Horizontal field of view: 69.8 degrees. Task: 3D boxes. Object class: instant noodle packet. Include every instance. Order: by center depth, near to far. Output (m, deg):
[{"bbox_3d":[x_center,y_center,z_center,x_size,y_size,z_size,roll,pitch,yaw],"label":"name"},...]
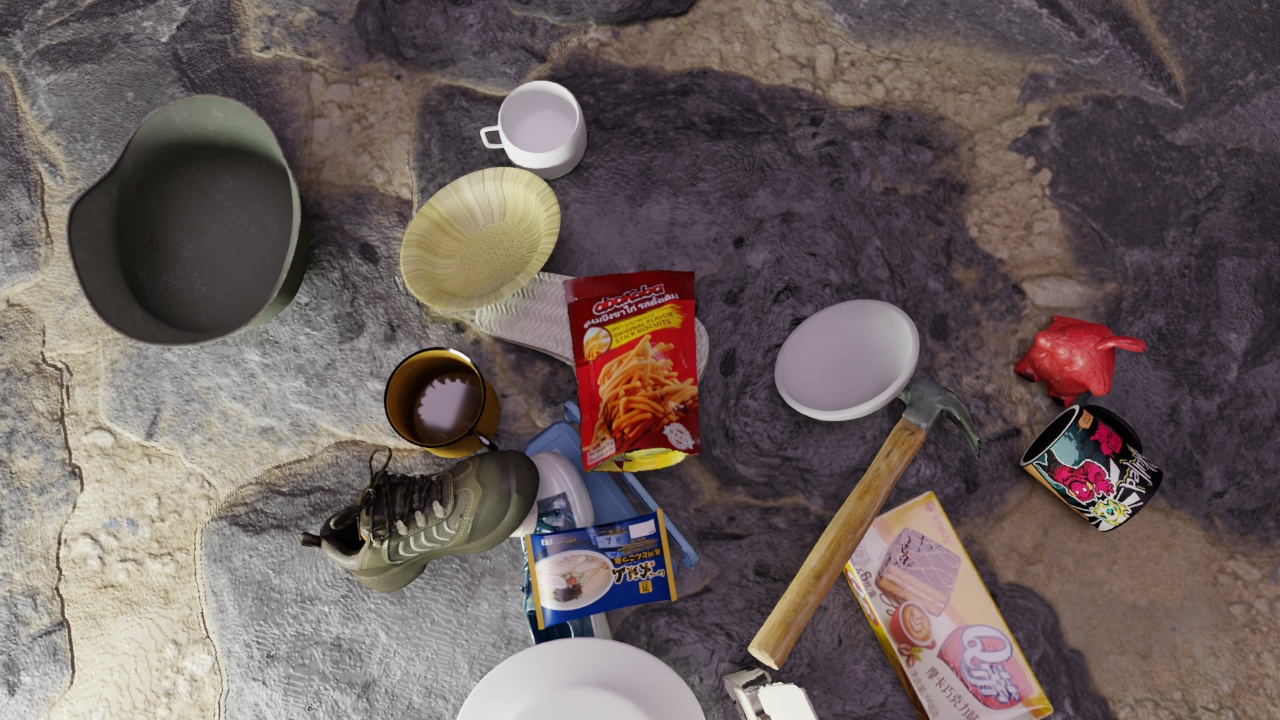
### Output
[{"bbox_3d":[-0.036,0.194,0.860,0.134,0.026,0.087,-8,85,-16],"label":"instant noodle packet"}]

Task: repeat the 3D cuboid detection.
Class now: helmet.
[{"bbox_3d":[-0.440,-0.134,0.960,0.227,0.154,0.267,-5,82,0],"label":"helmet"}]

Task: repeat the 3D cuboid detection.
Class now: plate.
[{"bbox_3d":[-0.055,0.372,0.853,0.242,0.016,0.242,-1,102,-3],"label":"plate"},{"bbox_3d":[-0.168,-0.124,0.992,0.184,0.036,0.184,-8,60,14],"label":"plate"}]

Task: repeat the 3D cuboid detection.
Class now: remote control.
[{"bbox_3d":[-0.138,0.156,0.911,0.018,0.126,0.038,13,73,-31],"label":"remote control"}]

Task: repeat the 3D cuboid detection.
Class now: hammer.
[{"bbox_3d":[0.208,0.149,0.878,0.132,0.033,0.329,26,66,31],"label":"hammer"}]

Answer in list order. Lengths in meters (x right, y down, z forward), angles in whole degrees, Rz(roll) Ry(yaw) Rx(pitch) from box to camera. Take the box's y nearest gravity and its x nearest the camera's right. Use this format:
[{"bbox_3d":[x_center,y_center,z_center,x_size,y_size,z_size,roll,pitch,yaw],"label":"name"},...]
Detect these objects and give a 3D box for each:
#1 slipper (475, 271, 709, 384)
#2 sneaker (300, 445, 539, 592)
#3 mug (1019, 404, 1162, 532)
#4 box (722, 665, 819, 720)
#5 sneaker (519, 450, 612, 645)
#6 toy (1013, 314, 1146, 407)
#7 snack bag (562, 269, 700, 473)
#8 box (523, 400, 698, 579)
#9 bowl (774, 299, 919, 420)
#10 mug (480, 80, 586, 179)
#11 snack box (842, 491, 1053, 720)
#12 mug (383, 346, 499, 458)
[{"bbox_3d":[-0.051,-0.028,0.976,0.263,0.052,0.115,17,82,17],"label":"slipper"},{"bbox_3d":[-0.220,0.130,0.862,0.238,0.143,0.101,-31,47,21],"label":"sneaker"},{"bbox_3d":[0.456,0.096,0.918,0.098,0.082,0.117,41,59,10],"label":"mug"},{"bbox_3d":[0.141,0.346,0.821,0.057,0.188,0.144,-22,80,-19],"label":"box"},{"bbox_3d":[-0.090,0.207,0.897,0.088,0.079,0.235,-17,81,31],"label":"sneaker"},{"bbox_3d":[0.447,-0.020,0.918,0.088,0.133,0.094,43,73,0],"label":"toy"},{"bbox_3d":[-0.005,0.005,0.909,0.139,0.066,0.207,-9,64,13],"label":"snack bag"},{"bbox_3d":[-0.035,0.145,0.926,0.072,0.086,0.209,-36,78,-18],"label":"box"},{"bbox_3d":[0.215,0.007,0.938,0.150,0.043,0.149,-20,43,20],"label":"bowl"},{"bbox_3d":[-0.118,-0.253,1.018,0.115,0.068,0.094,-7,77,1],"label":"mug"},{"bbox_3d":[0.287,0.253,0.893,0.110,0.062,0.230,-25,77,-3],"label":"snack box"},{"bbox_3d":[-0.190,0.054,0.939,0.124,0.094,0.100,39,81,11],"label":"mug"}]
